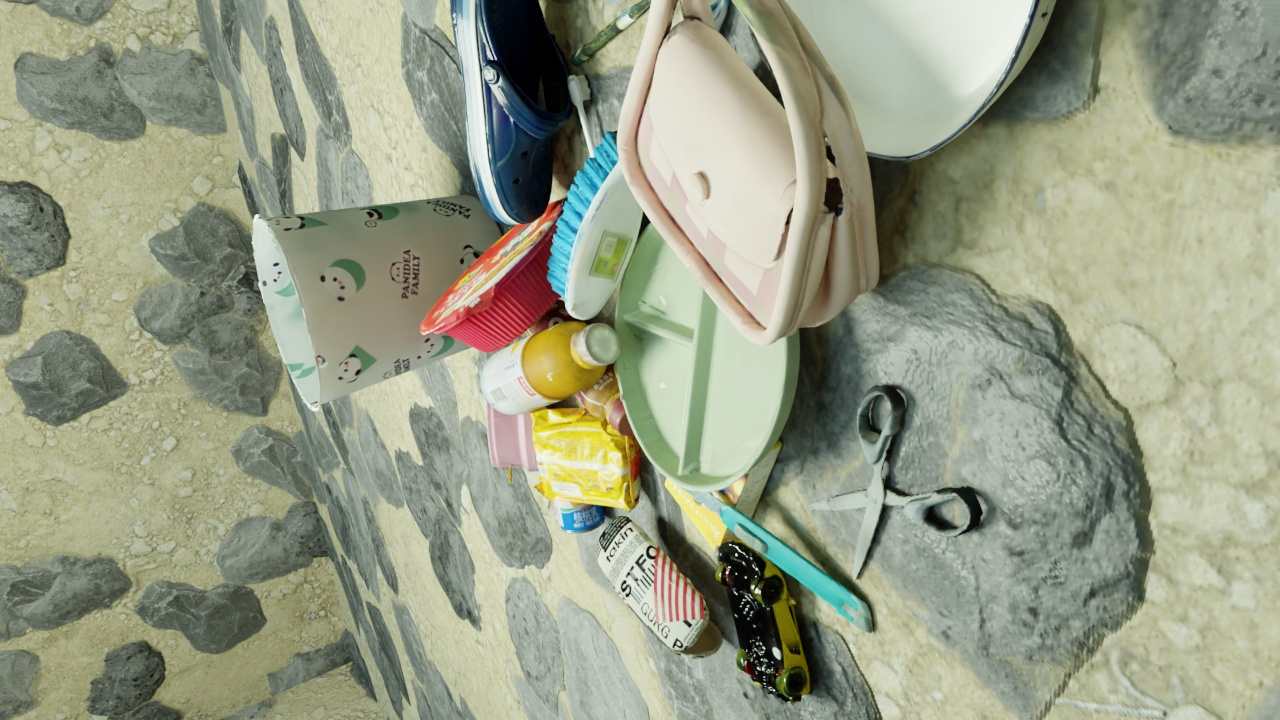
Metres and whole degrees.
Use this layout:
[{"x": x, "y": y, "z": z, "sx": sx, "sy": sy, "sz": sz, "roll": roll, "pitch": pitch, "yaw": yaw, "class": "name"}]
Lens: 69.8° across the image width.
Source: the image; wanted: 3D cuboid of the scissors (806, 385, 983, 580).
[{"x": 0.170, "y": 0.095, "z": 0.641, "sx": 0.159, "sy": 0.014, "sz": 0.181, "roll": 30, "pitch": 133, "yaw": 53, "class": "scissors"}]

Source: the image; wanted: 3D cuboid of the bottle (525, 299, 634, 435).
[{"x": -0.052, "y": 0.007, "z": 0.921, "sx": 0.175, "sy": 0.057, "sz": 0.058, "roll": 47, "pitch": 143, "yaw": 37, "class": "bottle"}]

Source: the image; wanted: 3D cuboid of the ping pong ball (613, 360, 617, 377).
[{"x": -0.005, "y": 0.005, "z": 0.857, "sx": 0.040, "sy": 0.040, "sz": 0.040, "roll": 37, "pitch": 136, "yaw": 46, "class": "ping pong ball"}]

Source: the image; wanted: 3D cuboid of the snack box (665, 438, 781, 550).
[{"x": 0.068, "y": 0.091, "z": 0.791, "sx": 0.087, "sy": 0.033, "sz": 0.141, "roll": 51, "pitch": 147, "yaw": 33, "class": "snack box"}]

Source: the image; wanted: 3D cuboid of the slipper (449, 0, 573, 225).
[{"x": -0.104, "y": -0.245, "z": 0.839, "sx": 0.095, "sy": 0.104, "sz": 0.253, "roll": 15, "pitch": 129, "yaw": 26, "class": "slipper"}]

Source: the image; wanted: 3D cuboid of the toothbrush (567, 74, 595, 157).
[{"x": -0.034, "y": -0.170, "z": 0.836, "sx": 0.016, "sy": 0.016, "sz": 0.180, "roll": 0, "pitch": 108, "yaw": 57, "class": "toothbrush"}]

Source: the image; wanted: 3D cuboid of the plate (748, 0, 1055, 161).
[{"x": 0.135, "y": -0.213, "z": 0.486, "sx": 0.205, "sy": 0.045, "sz": 0.205, "roll": 35, "pitch": 134, "yaw": 47, "class": "plate"}]

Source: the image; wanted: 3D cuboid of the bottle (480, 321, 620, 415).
[{"x": -0.084, "y": 0.005, "z": 0.856, "sx": 0.190, "sy": 0.067, "sz": 0.068, "roll": -21, "pitch": 88, "yaw": 53, "class": "bottle"}]

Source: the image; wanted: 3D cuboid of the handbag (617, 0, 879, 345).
[{"x": 0.061, "y": -0.134, "z": 0.537, "sx": 0.193, "sy": 0.093, "sz": 0.234, "roll": 55, "pitch": 169, "yaw": 24, "class": "handbag"}]

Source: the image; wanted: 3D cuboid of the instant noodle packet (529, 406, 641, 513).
[{"x": -0.059, "y": 0.099, "z": 0.960, "sx": 0.129, "sy": 0.044, "sz": 0.111, "roll": 6, "pitch": 109, "yaw": 29, "class": "instant noodle packet"}]

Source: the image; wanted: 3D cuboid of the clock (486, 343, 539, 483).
[{"x": -0.148, "y": 0.054, "z": 1.070, "sx": 0.117, "sy": 0.060, "sz": 0.158, "roll": -112, "pitch": 20, "yaw": -79, "class": "clock"}]

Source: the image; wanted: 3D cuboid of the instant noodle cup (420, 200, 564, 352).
[{"x": -0.131, "y": -0.074, "z": 0.921, "sx": 0.066, "sy": 0.193, "sz": 0.194, "roll": 48, "pitch": 157, "yaw": -18, "class": "instant noodle cup"}]

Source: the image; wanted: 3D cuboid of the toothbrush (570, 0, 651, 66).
[{"x": -0.016, "y": -0.273, "z": 0.740, "sx": 0.186, "sy": 0.017, "sz": 0.012, "roll": -7, "pitch": 111, "yaw": 61, "class": "toothbrush"}]

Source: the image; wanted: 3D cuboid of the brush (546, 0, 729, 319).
[{"x": -0.006, "y": -0.164, "z": 0.739, "sx": 0.109, "sy": 0.060, "sz": 0.315, "roll": -110, "pitch": 36, "yaw": -53, "class": "brush"}]

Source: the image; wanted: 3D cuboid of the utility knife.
[{"x": 0.095, "y": 0.146, "z": 0.744, "sx": 0.222, "sy": 0.013, "sz": 0.029, "roll": 34, "pitch": 134, "yaw": 29, "class": "utility knife"}]

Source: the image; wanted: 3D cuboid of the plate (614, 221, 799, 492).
[{"x": 0.047, "y": -0.012, "z": 0.727, "sx": 0.230, "sy": 0.027, "sz": 0.230, "roll": 9, "pitch": 101, "yaw": 57, "class": "plate"}]

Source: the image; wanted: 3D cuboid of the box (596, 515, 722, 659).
[{"x": 0.021, "y": 0.228, "z": 0.920, "sx": 0.162, "sy": 0.087, "sz": 0.076, "roll": 38, "pitch": 97, "yaw": 41, "class": "box"}]

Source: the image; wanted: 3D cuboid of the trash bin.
[{"x": -0.300, "y": -0.085, "z": 1.097, "sx": 0.229, "sy": 0.251, "sz": 0.230, "roll": 38, "pitch": 137, "yaw": 46, "class": "trash bin"}]

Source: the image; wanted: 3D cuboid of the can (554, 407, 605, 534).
[{"x": -0.077, "y": 0.124, "z": 1.036, "sx": 0.053, "sy": 0.053, "sz": 0.134, "roll": 13, "pitch": 117, "yaw": 57, "class": "can"}]

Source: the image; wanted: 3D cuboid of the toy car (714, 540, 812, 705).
[{"x": 0.107, "y": 0.223, "z": 0.786, "sx": 0.071, "sy": 0.041, "sz": 0.156, "roll": 4, "pitch": 113, "yaw": 59, "class": "toy car"}]
